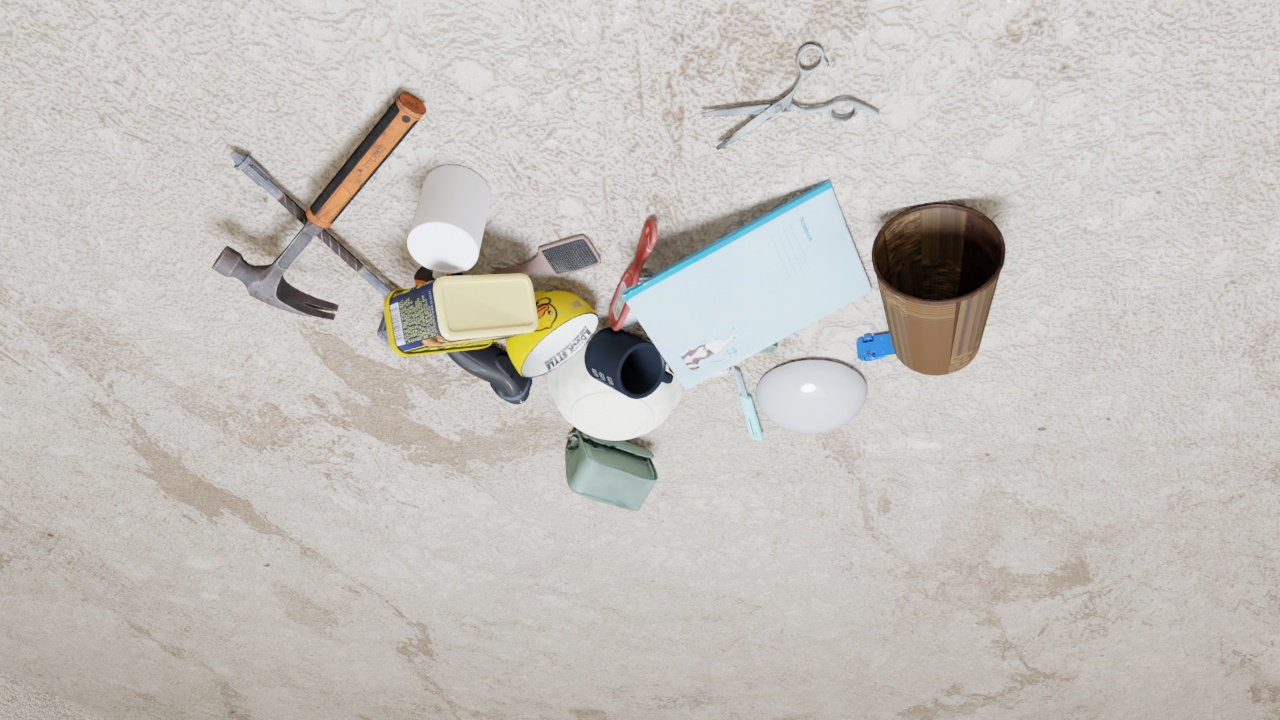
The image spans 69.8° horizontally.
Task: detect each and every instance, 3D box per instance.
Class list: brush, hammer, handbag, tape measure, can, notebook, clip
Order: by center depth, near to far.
[{"bbox_3d":[-0.320,-0.159,0.980,0.137,0.034,0.315,34,123,-28],"label":"hammer"},{"bbox_3d":[-0.197,-0.053,1.017,0.135,0.075,0.105,-8,178,-44],"label":"can"},{"bbox_3d":[0.126,-0.077,1.044,0.254,0.009,0.181,-28,133,9],"label":"notebook"},{"bbox_3d":[-0.344,-0.124,1.064,0.099,0.044,0.322,-19,133,26],"label":"hammer"},{"bbox_3d":[0.000,-0.098,1.074,0.030,0.041,0.173,-2,142,-22],"label":"brush"},{"bbox_3d":[-0.115,-0.111,1.079,0.136,0.015,0.050,-14,137,20],"label":"brush"},{"bbox_3d":[-0.240,-0.087,1.083,0.038,0.058,0.059,10,149,44],"label":"tape measure"},{"bbox_3d":[0.135,-0.028,1.153,0.075,0.042,0.023,13,138,-12],"label":"clip"},{"bbox_3d":[-0.043,0.151,1.330,0.121,0.106,0.067,20,115,-21],"label":"handbag"}]

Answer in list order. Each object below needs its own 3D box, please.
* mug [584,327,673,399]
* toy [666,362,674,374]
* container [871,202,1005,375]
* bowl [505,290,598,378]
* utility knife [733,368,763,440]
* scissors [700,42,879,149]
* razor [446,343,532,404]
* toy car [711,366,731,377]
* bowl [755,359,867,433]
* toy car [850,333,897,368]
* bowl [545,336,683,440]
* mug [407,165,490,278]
[{"bbox_3d":[-0.007,0.007,1.135,0.105,0.071,0.077,19,-176,-38],"label":"mug"},{"bbox_3d":[0.033,-0.024,1.143,0.103,0.070,0.090,25,146,23],"label":"toy"},{"bbox_3d":[0.328,-0.069,1.018,0.132,0.132,0.167,-7,146,13],"label":"container"},{"bbox_3d":[-0.116,-0.041,1.108,0.117,0.067,0.117,-36,164,-12],"label":"bowl"},{"bbox_3d":[0.149,0.061,1.276,0.022,0.015,0.166,20,150,32],"label":"utility knife"},{"bbox_3d":[0.147,-0.242,0.897,0.158,0.014,0.142,19,136,-20],"label":"scissors"},{"bbox_3d":[-0.203,0.007,1.206,0.140,0.052,0.064,35,139,-30],"label":"razor"},{"bbox_3d":[0.092,-0.005,1.185,0.039,0.027,0.090,-11,139,14],"label":"toy car"},{"bbox_3d":[0.231,0.060,1.239,0.149,0.043,0.150,4,143,3],"label":"bowl"},{"bbox_3d":[0.308,-0.008,1.169,0.092,0.033,0.062,-8,156,21],"label":"toy car"},{"bbox_3d":[-0.036,0.054,1.244,0.188,0.060,0.220,17,139,-17],"label":"bowl"},{"bbox_3d":[-0.207,-0.139,0.990,0.073,0.090,0.111,12,140,-11],"label":"mug"}]
